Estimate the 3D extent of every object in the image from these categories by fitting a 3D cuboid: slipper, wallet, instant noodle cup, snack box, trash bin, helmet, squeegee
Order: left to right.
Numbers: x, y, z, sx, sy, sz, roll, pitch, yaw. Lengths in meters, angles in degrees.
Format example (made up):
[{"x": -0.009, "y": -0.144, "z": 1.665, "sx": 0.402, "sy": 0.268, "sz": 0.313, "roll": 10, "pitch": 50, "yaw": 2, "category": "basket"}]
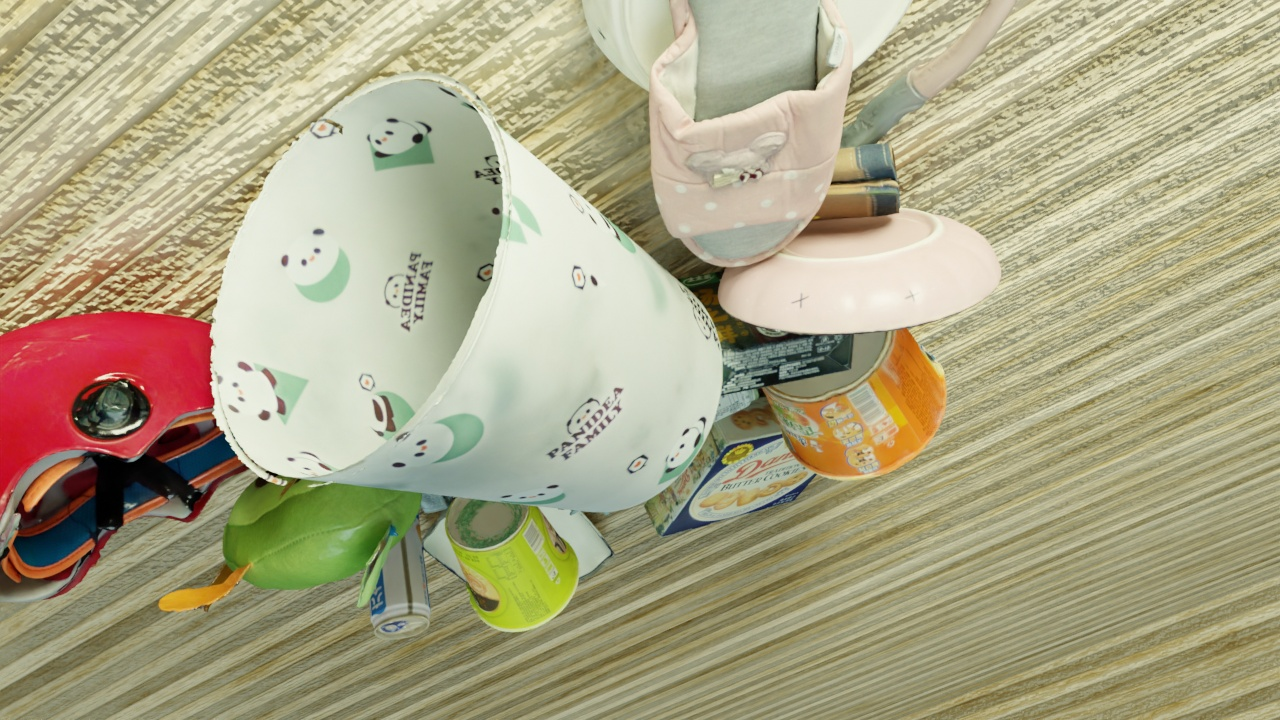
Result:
[{"x": -0.350, "y": 0.041, "z": 0.596, "sx": 0.239, "sy": 0.144, "sz": 0.207, "roll": -32, "pitch": 173, "yaw": -22, "category": "helmet"}, {"x": -0.088, "y": -0.014, "z": 0.576, "sx": 0.230, "sy": 0.229, "sz": 0.251, "roll": -33, "pitch": 149, "yaw": 22, "category": "trash bin"}, {"x": -0.126, "y": 0.174, "z": 0.858, "sx": 0.111, "sy": 0.111, "sz": 0.123, "roll": -17, "pitch": 136, "yaw": 0, "category": "instant noodle cup"}, {"x": 0.060, "y": -0.143, "z": 0.499, "sx": 0.114, "sy": 0.054, "sz": 0.275, "roll": -7, "pitch": 142, "yaw": -1, "category": "slipper"}, {"x": 0.115, "y": 0.102, "z": 0.935, "sx": 0.177, "sy": 0.045, "sz": 0.183, "roll": -9, "pitch": 147, "yaw": -29, "category": "snack box"}, {"x": 0.087, "y": -0.031, "z": 0.707, "sx": 0.113, "sy": 0.125, "sz": 0.053, "roll": -11, "pitch": 130, "yaw": -8, "category": "snack box"}, {"x": 0.116, "y": -0.116, "z": 0.623, "sx": 0.115, "sy": 0.033, "sz": 0.090, "roll": -2, "pitch": 171, "yaw": 18, "category": "wallet"}, {"x": 0.171, "y": 0.011, "z": 0.777, "sx": 0.151, "sy": 0.151, "sz": 0.111, "roll": -27, "pitch": 136, "yaw": 15, "category": "instant noodle cup"}, {"x": 0.172, "y": -0.178, "z": 0.555, "sx": 0.247, "sy": 0.040, "sz": 0.250, "roll": -31, "pitch": 171, "yaw": -32, "category": "squeegee"}]

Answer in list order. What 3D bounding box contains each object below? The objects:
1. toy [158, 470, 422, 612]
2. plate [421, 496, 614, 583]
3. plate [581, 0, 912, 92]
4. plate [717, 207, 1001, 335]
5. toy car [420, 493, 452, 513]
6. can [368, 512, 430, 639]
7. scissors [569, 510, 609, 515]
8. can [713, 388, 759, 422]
[{"x": -0.230, "y": 0.112, "z": 0.651, "sx": 0.247, "sy": 0.090, "sz": 0.226, "roll": -19, "pitch": -164, "yaw": 49, "category": "toy"}, {"x": -0.129, "y": 0.192, "z": 0.995, "sx": 0.162, "sy": 0.034, "sz": 0.266, "roll": -21, "pitch": 145, "yaw": 6, "category": "plate"}, {"x": 0.067, "y": -0.215, "z": 0.499, "sx": 0.204, "sy": 0.045, "sz": 0.205, "roll": -11, "pitch": 146, "yaw": -8, "category": "plate"}, {"x": 0.147, "y": -0.072, "z": 0.638, "sx": 0.192, "sy": 0.192, "sz": 0.039, "roll": -12, "pitch": 113, "yaw": -6, "category": "plate"}, {"x": -0.200, "y": 0.110, "z": 0.853, "sx": 0.043, "sy": 0.034, "sz": 0.091, "roll": -10, "pitch": 144, "yaw": -4, "category": "toy car"}, {"x": -0.229, "y": 0.187, "z": 0.858, "sx": 0.053, "sy": 0.134, "sz": 0.053, "roll": -12, "pitch": 146, "yaw": -8, "category": "can"}, {"x": -0.013, "y": 0.114, "z": 0.901, "sx": 0.118, "sy": 0.017, "sz": 0.134, "roll": -12, "pitch": 143, "yaw": -24, "category": "scissors"}, {"x": 0.028, "y": 0.041, "z": 0.810, "sx": 0.146, "sy": 0.058, "sz": 0.058, "roll": -25, "pitch": 146, "yaw": -3, "category": "can"}]
